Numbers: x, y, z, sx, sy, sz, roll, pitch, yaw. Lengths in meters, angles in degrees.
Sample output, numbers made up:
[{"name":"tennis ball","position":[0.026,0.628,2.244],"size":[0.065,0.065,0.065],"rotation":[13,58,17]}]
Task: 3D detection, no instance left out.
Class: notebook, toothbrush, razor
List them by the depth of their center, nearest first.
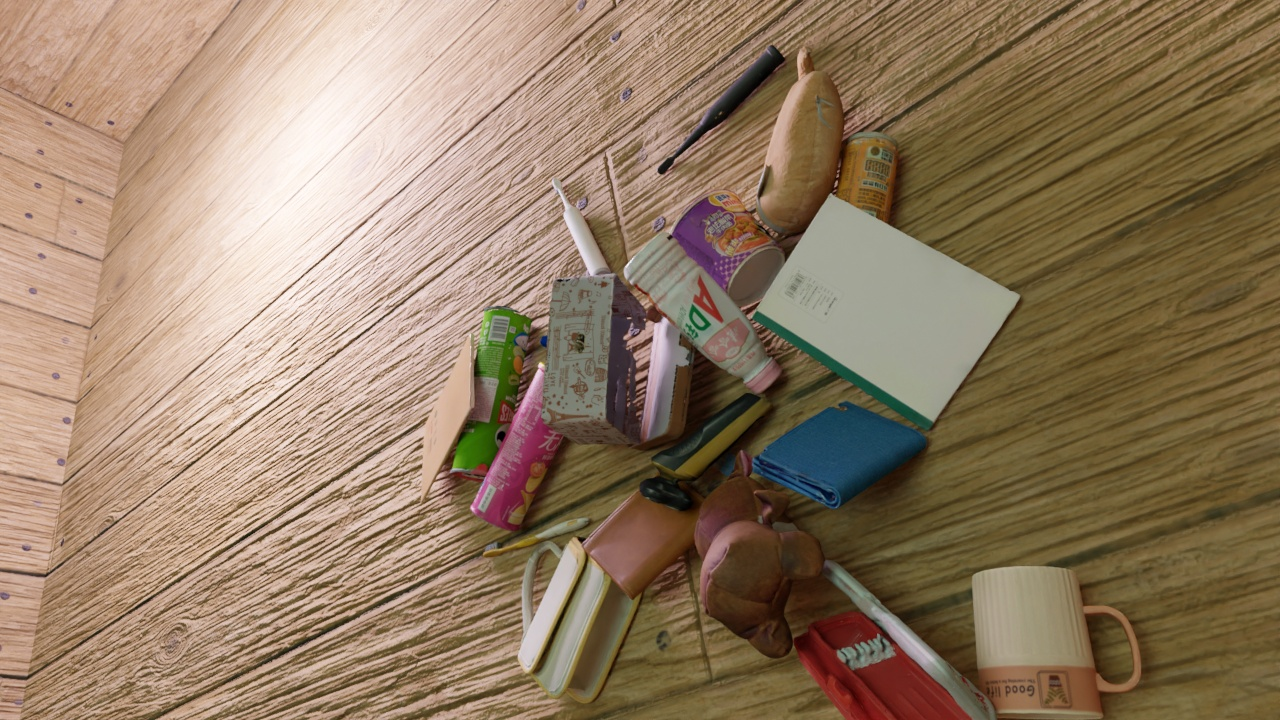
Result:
[{"name":"notebook","position":[0.229,-0.050,0.885],"size":[0.209,0.012,0.150],"rotation":[35,98,24]},{"name":"razor","position":[0.072,0.096,0.977],"size":[0.167,0.062,0.067],"rotation":[-41,80,-2]},{"name":"toothbrush","position":[-0.134,0.222,1.160],"size":[0.192,0.016,0.018],"rotation":[-25,48,34]},{"name":"toothbrush","position":[0.097,-0.313,1.167],"size":[0.213,0.026,0.027],"rotation":[-42,14,24]},{"name":"toothbrush","position":[-0.088,-0.187,1.283],"size":[0.026,0.026,0.220],"rotation":[-19,51,-9]},{"name":"notebook","position":[-0.271,0.081,1.286],"size":[0.208,0.008,0.147],"rotation":[-56,29,36]}]

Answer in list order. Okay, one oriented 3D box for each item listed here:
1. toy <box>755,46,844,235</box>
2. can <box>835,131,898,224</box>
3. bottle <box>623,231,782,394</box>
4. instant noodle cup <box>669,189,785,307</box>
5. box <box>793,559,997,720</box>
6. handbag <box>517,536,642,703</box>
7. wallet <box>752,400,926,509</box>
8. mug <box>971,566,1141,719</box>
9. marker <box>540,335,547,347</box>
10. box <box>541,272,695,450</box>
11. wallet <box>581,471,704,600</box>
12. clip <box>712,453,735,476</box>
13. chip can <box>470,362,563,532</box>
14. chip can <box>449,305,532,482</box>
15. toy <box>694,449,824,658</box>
[{"name":"toy","position":[0.180,-0.247,0.995],"size":[0.143,0.082,0.225],"rotation":[131,154,-78]},{"name":"can","position":[0.230,-0.159,0.951],"size":[0.058,0.058,0.146],"rotation":[0,72,43]},{"name":"bottle","position":[0.071,-0.047,0.978],"size":[0.197,0.068,0.068],"rotation":[46,110,-1]},{"name":"instant noodle cup","position":[0.101,-0.120,1.027],"size":[0.112,0.111,0.099],"rotation":[-52,55,13]},{"name":"box","position":[0.194,0.233,0.738],"size":[0.201,0.095,0.099],"rotation":[-142,35,-72]},{"name":"handbag","position":[-0.095,0.286,1.067],"size":[0.179,0.063,0.163],"rotation":[21,86,49]},{"name":"wallet","position":[0.183,0.086,0.850],"size":[0.106,0.132,0.040],"rotation":[22,125,45]},{"name":"mug","position":[0.315,0.216,0.700],"size":[0.115,0.081,0.105],"rotation":[-9,64,24]},{"name":"marker","position":[-0.086,-0.006,1.210],"size":[0.146,0.017,0.017],"rotation":[25,90,46]},{"name":"box","position":[-0.004,0.006,1.050],"size":[0.168,0.150,0.181],"rotation":[-3,72,20]},{"name":"wallet","position":[0.005,0.181,1.003],"size":[0.130,0.035,0.119],"rotation":[-41,38,-12]},{"name":"clip","position":[0.083,0.107,1.007],"size":[0.057,0.028,0.024],"rotation":[25,92,37]},{"name":"chip can","position":[-0.142,0.111,1.175],"size":[0.071,0.071,0.210],"rotation":[29,93,46]},{"name":"chip can","position":[-0.202,0.046,1.256],"size":[0.072,0.072,0.235],"rotation":[-6,69,41]},{"name":"toy","position":[0.108,0.176,0.864],"size":[0.199,0.130,0.140],"rotation":[-121,49,-72]}]
